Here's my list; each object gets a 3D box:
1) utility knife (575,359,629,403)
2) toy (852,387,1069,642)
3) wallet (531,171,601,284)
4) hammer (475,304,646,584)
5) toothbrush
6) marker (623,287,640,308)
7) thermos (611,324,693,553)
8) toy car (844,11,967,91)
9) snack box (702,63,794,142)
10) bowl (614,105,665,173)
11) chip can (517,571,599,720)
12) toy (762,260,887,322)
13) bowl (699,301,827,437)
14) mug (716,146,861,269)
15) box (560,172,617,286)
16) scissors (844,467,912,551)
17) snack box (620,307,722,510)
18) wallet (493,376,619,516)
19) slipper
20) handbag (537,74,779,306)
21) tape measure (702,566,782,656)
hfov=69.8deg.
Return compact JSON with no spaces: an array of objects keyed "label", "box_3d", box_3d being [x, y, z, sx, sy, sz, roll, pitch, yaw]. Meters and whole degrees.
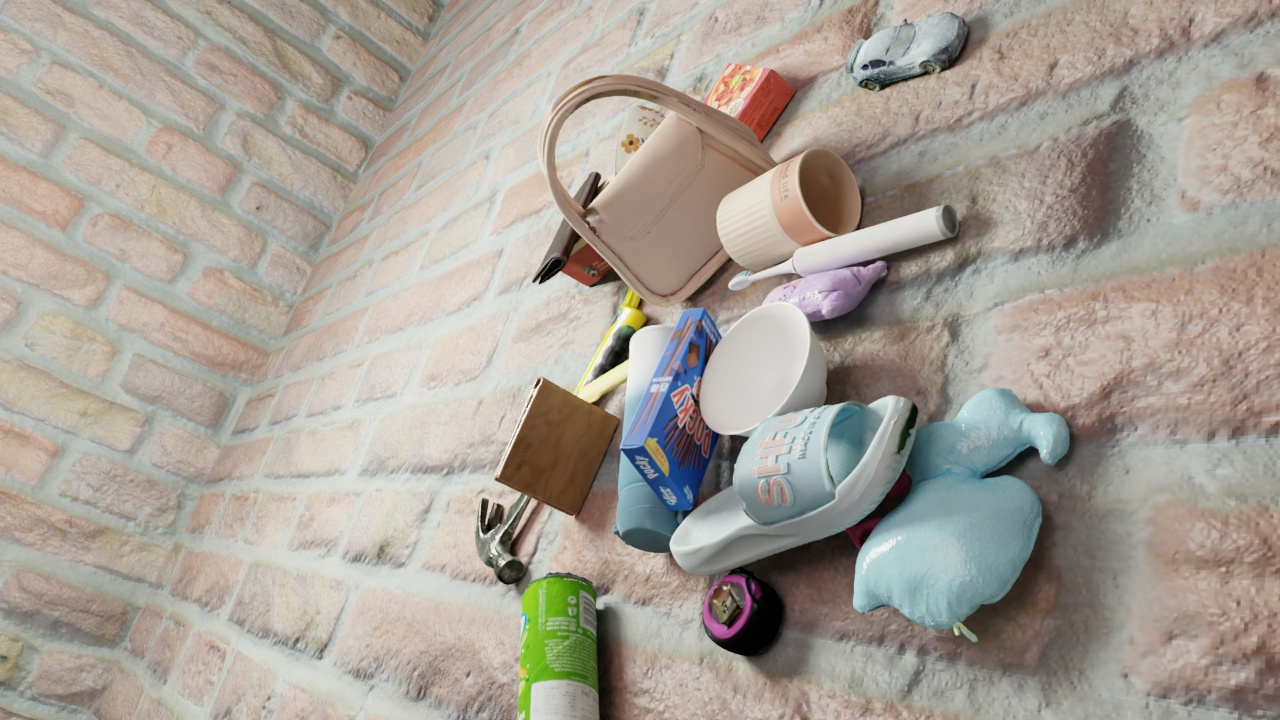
[{"label":"utility knife","box_3d":[-0.006,0.006,0.948,0.173,0.019,0.030,-34,40,24]},{"label":"toy","box_3d":[0.195,0.094,0.563,0.162,0.050,0.156,-33,31,22]},{"label":"wallet","box_3d":[-0.087,-0.154,1.082,0.097,0.020,0.122,-27,38,61]},{"label":"hammer","box_3d":[-0.089,0.081,1.015,0.323,0.032,0.126,-60,31,-2]},{"label":"toothbrush","box_3d":[0.161,-0.089,0.781,0.222,0.027,0.026,-14,33,44]},{"label":"marker","box_3d":[0.004,-0.109,1.065,0.018,0.015,0.124,-14,50,52]},{"label":"thermos","box_3d":[0.016,0.069,0.839,0.070,0.070,0.220,-33,39,37]},{"label":"toy car","box_3d":[0.244,-0.288,0.852,0.121,0.036,0.054,5,67,54]},{"label":"snack box","box_3d":[0.100,-0.278,1.047,0.113,0.044,0.127,-56,29,4]},{"label":"bowl","box_3d":[0.015,-0.247,1.108,0.062,0.113,0.113,12,67,15]},{"label":"chip can","box_3d":[-0.066,0.292,0.750,0.072,0.072,0.235,-40,34,29]},{"label":"toy","box_3d":[0.145,-0.050,0.770,0.083,0.039,0.108,-38,18,-33]},{"label":"bowl","box_3d":[0.111,0.019,0.739,0.119,0.064,0.118,-37,37,34]},{"label":"mug","box_3d":[0.140,-0.144,0.840,0.106,0.081,0.114,-20,26,49]},{"label":"box","box_3d":[-0.041,-0.151,1.109,0.169,0.079,0.091,-19,47,64]},{"label":"scissors","box_3d":[0.141,0.120,0.655,0.138,0.017,0.096,-38,36,39]},{"label":"snack box","box_3d":[0.039,0.039,0.774,0.026,0.084,0.156,-6,43,35]},{"label":"wallet","box_3d":[-0.084,0.088,0.933,0.020,0.101,0.115,-3,61,59]},{"label":"slipper","box_3d":[0.097,0.083,0.655,0.246,0.074,0.103,-38,7,44]},{"label":"handbag","box_3d":[0.006,-0.181,0.907,0.194,0.234,0.093,-47,33,20]},{"label":"tape measure","box_3d":[0.072,0.184,0.671,0.057,0.039,0.058,-55,30,5]}]
